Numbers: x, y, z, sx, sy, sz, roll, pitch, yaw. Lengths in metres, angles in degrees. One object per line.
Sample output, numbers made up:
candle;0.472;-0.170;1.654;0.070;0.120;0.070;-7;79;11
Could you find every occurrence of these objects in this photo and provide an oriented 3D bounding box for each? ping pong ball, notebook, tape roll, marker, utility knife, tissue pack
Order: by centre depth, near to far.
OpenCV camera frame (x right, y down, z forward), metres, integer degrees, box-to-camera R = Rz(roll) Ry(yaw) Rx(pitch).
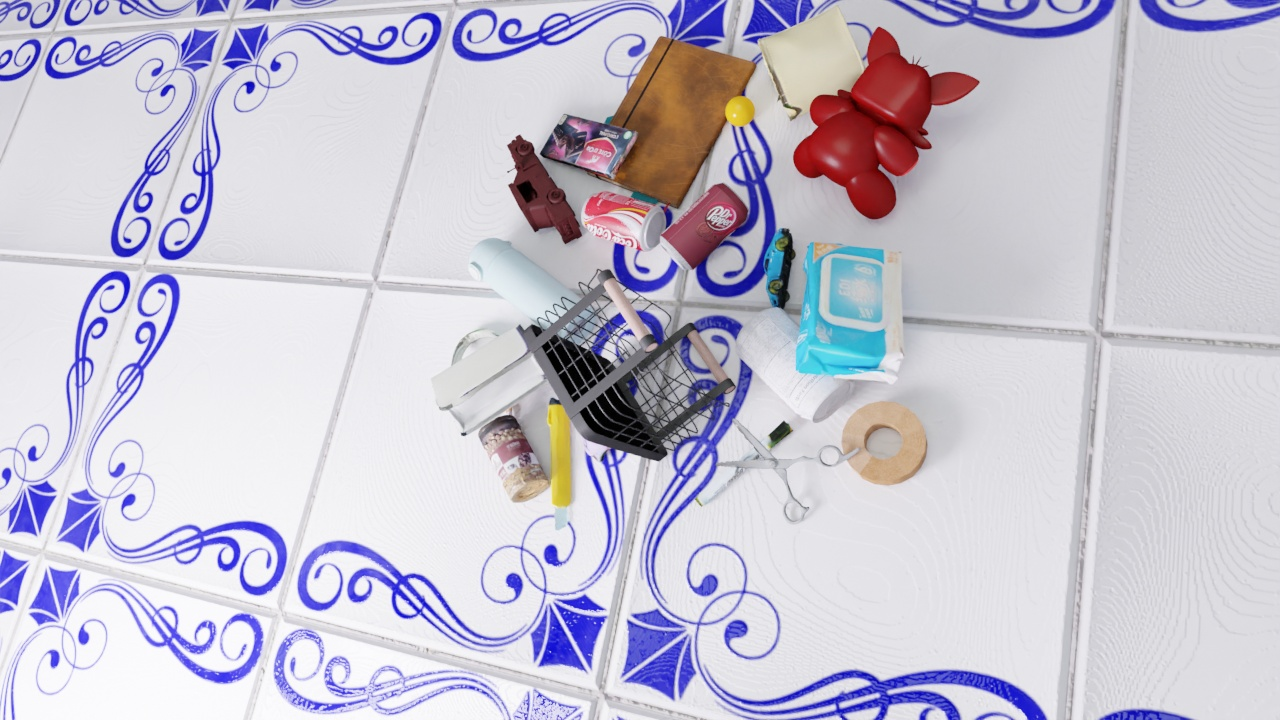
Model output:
tape roll;0.280;0.095;1.055;0.094;0.027;0.094;-7;70;19
tissue pack;0.243;-0.063;1.062;0.117;0.066;0.208;8;50;4
marker;0.125;0.126;1.112;0.146;0.017;0.017;-41;63;5
utility knife;-0.106;0.133;1.195;0.030;0.017;0.175;0;69;-9
ping pong ball;0.136;-0.339;1.249;0.040;0.040;0.040;-7;70;19
notebook;0.030;-0.338;1.304;0.178;0.014;0.249;26;83;26

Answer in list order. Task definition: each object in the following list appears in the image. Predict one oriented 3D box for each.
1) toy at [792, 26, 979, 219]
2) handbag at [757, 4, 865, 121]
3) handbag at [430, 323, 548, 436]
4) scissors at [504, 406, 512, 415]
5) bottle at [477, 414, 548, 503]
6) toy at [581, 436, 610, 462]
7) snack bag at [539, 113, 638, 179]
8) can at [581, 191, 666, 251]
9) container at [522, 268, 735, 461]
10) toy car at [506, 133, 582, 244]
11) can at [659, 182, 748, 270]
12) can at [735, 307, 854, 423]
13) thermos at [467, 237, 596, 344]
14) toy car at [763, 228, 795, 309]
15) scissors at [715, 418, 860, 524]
toy;0.291;-0.293;1.131;0.158;0.120;0.197;43;100;30
handbag;0.226;-0.390;1.213;0.119;0.081;0.111;-22;73;11
handbag;-0.206;0.012;1.245;0.151;0.074;0.176;-34;34;-4
scissors;-0.170;0.051;1.252;0.131;0.012;0.073;-31;63;9
bottle;-0.167;0.129;1.201;0.056;0.056;0.105;-35;64;7
toy;-0.060;0.072;1.179;0.099;0.036;0.080;59;134;29
snack bag;-0.075;-0.309;1.318;0.155;0.018;0.074;24;82;37
can;-0.023;-0.191;1.248;0.105;0.064;0.064;21;81;26
container;-0.006;0.006;1.085;0.130;0.241;0.162;-39;63;14
toy car;-0.148;-0.239;1.309;0.062;0.070;0.169;-31;64;-4
can;0.083;-0.175;1.202;0.114;0.063;0.063;-43;63;3
can;0.182;0.005;1.095;0.078;0.078;0.136;-44;63;2
thermos;-0.153;-0.099;1.266;0.207;0.065;0.077;37;54;27
toy car;0.172;-0.115;1.156;0.032;0.048;0.105;3;74;21
scissors;0.172;0.118;1.073;0.172;0.014;0.141;-25;84;23
